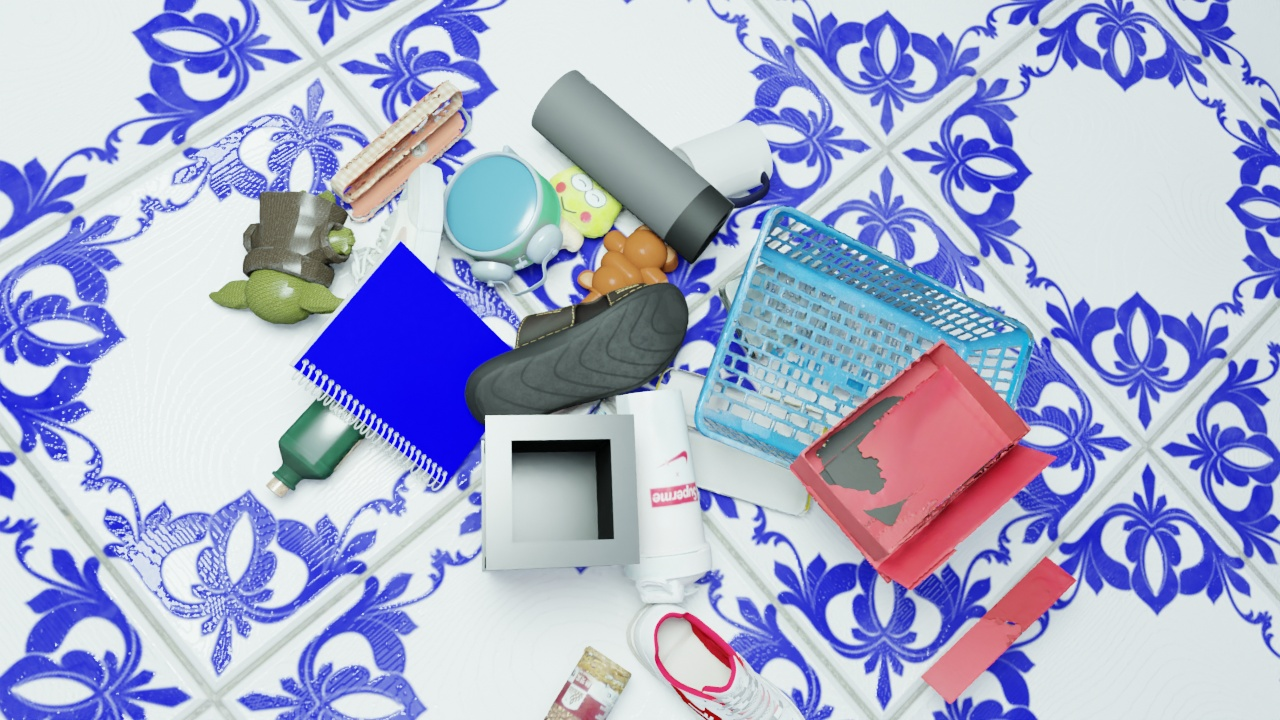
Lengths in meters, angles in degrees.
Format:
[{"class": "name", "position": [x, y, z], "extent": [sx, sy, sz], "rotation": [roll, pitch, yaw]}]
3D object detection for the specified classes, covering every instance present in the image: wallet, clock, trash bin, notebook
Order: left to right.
[{"class": "notebook", "position": [-0.231, 0.010, 0.950], "extent": [0.209, 0.022, 0.171], "rotation": [47, 69, -34]}, {"class": "clock", "position": [-0.147, -0.147, 1.016], "extent": [0.122, 0.075, 0.161], "rotation": [-25, 73, 11]}, {"class": "trash bin", "position": [-0.088, 0.138, 0.927], "extent": [0.139, 0.172, 0.139], "rotation": [0, 77, -11]}, {"class": "wallet", "position": [0.167, -0.068, 1.085], "extent": [0.131, 0.054, 0.100], "rotation": [-22, 83, -13]}]

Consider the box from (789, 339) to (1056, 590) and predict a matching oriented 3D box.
[{"class": "box", "position": [0.276, 0.092, 0.922], "extent": [0.214, 0.153, 0.164], "rotation": [-37, 120, -14]}]

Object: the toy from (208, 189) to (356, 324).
[{"class": "toy", "position": [-0.367, -0.112, 0.974], "extent": [0.179, 0.078, 0.152], "rotation": [4, 76, 22]}]

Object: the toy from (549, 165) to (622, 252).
[{"class": "toy", "position": [-0.083, -0.170, 1.065], "extent": [0.115, 0.046, 0.092], "rotation": [-44, 86, -9]}]

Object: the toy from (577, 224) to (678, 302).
[{"class": "toy", "position": [-0.018, -0.099, 1.060], "extent": [0.095, 0.065, 0.127], "rotation": [44, 82, 9]}]

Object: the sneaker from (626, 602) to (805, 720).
[{"class": "sneaker", "position": [0.092, 0.342, 0.950], "extent": [0.236, 0.104, 0.090], "rotation": [45, 73, 1]}]

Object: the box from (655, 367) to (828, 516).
[{"class": "box", "position": [0.107, 0.093, 1.049], "extent": [0.209, 0.036, 0.129], "rotation": [17, 79, -7]}]

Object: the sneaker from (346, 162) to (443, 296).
[{"class": "sneaker", "position": [-0.267, -0.098, 0.980], "extent": [0.090, 0.090, 0.242], "rotation": [10, 86, -16]}]

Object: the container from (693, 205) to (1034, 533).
[{"class": "container", "position": [0.239, 0.018, 1.018], "extent": [0.362, 0.089, 0.257], "rotation": [23, 82, -17]}]

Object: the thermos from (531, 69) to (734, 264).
[{"class": "thermos", "position": [-0.007, -0.217, 1.034], "extent": [0.240, 0.082, 0.082], "rotation": [41, 73, 4]}]

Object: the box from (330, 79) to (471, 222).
[{"class": "box", "position": [-0.267, -0.234, 1.032], "extent": [0.042, 0.083, 0.186], "rotation": [40, 75, 12]}]

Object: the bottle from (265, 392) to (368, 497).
[{"class": "bottle", "position": [-0.333, 0.085, 0.950], "extent": [0.061, 0.061, 0.131], "rotation": [40, 73, -2]}]

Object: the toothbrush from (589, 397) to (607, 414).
[{"class": "toothbrush", "position": [-0.006, 0.006, 1.055], "extent": [0.017, 0.016, 0.188], "rotation": [40, 74, -10]}]

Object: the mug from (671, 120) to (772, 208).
[{"class": "mug", "position": [0.103, -0.222, 1.086], "extent": [0.096, 0.079, 0.112], "rotation": [-23, 55, -15]}]

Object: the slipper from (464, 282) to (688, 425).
[{"class": "slipper", "position": [-0.069, -0.009, 1.011], "extent": [0.267, 0.076, 0.113], "rotation": [-25, 110, -13]}]

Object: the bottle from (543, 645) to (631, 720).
[{"class": "bottle", "position": [-0.059, 0.354, 0.944], "extent": [0.056, 0.056, 0.105], "rotation": [34, 73, -2]}]

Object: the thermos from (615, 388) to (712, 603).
[{"class": "thermos", "position": [0.018, 0.143, 0.975], "extent": [0.099, 0.099, 0.220], "rotation": [-7, 86, -12]}]
